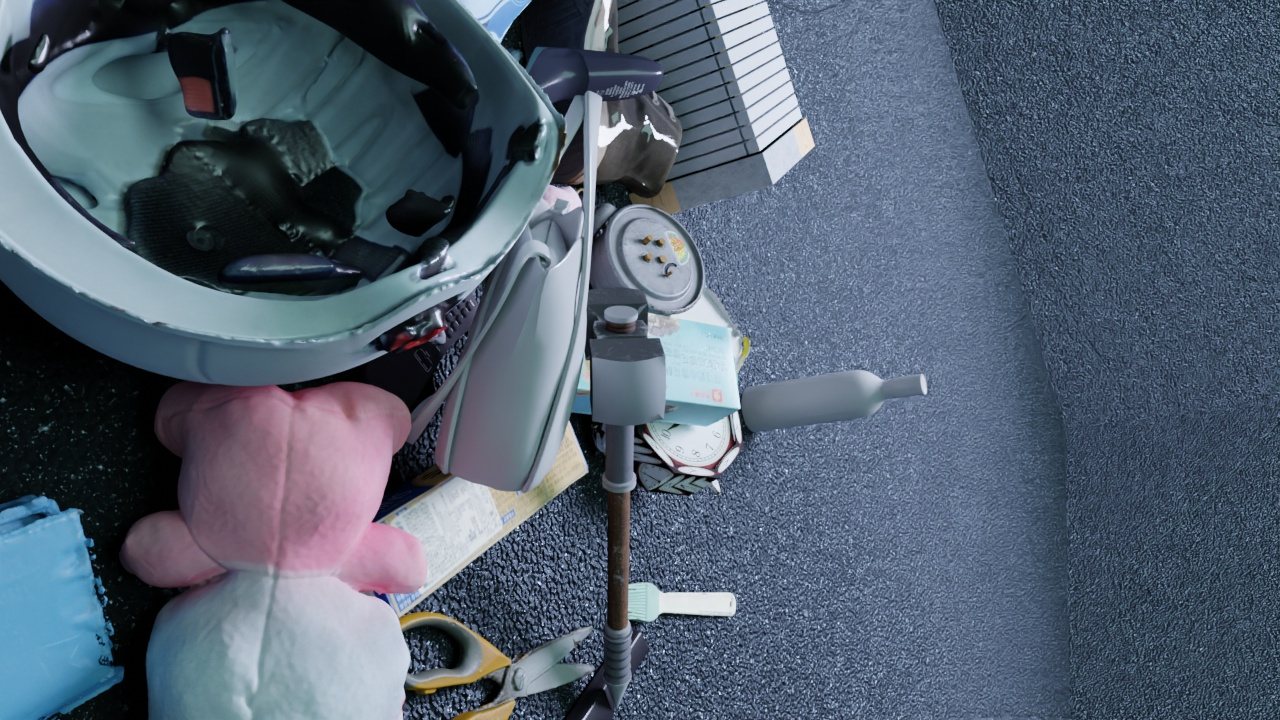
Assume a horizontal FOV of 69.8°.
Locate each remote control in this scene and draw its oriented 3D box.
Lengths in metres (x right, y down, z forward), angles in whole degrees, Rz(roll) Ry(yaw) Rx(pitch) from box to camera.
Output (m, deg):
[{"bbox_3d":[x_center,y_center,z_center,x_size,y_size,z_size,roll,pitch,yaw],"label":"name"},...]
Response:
[{"bbox_3d":[-0.028,0.262,0.716,0.136,0.015,0.032,-44,118,-54],"label":"remote control"},{"bbox_3d":[-0.145,-0.015,0.616,0.046,0.009,0.124,59,37,-29],"label":"remote control"}]

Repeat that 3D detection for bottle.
[{"bbox_3d":[0.208,0.040,0.990,0.052,0.196,0.052,24,61,-53],"label":"bottle"}]

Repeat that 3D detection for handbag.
[{"bbox_3d":[-0.068,-0.053,0.550,0.215,0.095,0.223,-103,-150,-72],"label":"handbag"}]

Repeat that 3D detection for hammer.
[{"bbox_3d":[-0.016,0.118,0.646,0.156,0.043,0.323,-104,-166,-67],"label":"hammer"}]

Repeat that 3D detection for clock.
[{"bbox_3d":[-0.005,-0.092,0.797,0.148,0.056,0.103,45,49,-10],"label":"clock"},{"bbox_3d":[0.010,0.052,0.795,0.154,0.065,0.114,30,51,-15],"label":"clock"}]

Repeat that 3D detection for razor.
[{"bbox_3d":[-0.048,-0.212,0.692,0.142,0.047,0.052,-8,66,-24],"label":"razor"}]

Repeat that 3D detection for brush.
[{"bbox_3d":[0.039,0.223,0.842,0.217,0.012,0.033,24,61,-55],"label":"brush"}]

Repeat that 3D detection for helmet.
[{"bbox_3d":[-0.182,-0.089,0.428,0.236,0.164,0.263,42,47,-7],"label":"helmet"}]

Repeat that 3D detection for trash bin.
[{"bbox_3d":[0.045,-0.284,0.878,0.142,0.143,0.247,-46,120,-53],"label":"trash bin"}]

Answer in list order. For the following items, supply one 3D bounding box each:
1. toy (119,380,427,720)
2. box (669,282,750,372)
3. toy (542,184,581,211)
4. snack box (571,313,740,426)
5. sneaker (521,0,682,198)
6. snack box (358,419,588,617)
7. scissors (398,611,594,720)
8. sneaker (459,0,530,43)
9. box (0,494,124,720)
[{"bbox_3d":[-0.172,0.114,0.435,0.142,0.084,0.213,4,78,-18],"label":"toy"},{"bbox_3d":[0.045,-0.026,0.905,0.209,0.039,0.129,48,51,-39],"label":"box"},{"bbox_3d":[-0.080,-0.095,0.706,0.093,0.050,0.102,24,67,-53],"label":"toy"},{"bbox_3d":[-0.004,0.004,0.731,0.174,0.053,0.075,8,66,-30],"label":"snack box"},{"bbox_3d":[-0.029,-0.258,0.791,0.119,0.095,0.234,4,77,-52],"label":"sneaker"},{"bbox_3d":[-0.115,0.093,0.590,0.206,0.057,0.056,-31,104,-57],"label":"snack box"},{"bbox_3d":[-0.098,0.208,0.619,0.225,0.016,0.162,-22,100,-59],"label":"scissors"},{"bbox_3d":[-0.129,-0.264,0.685,0.240,0.083,0.098,-73,-175,-54],"label":"sneaker"},{"bbox_3d":[-0.292,0.127,0.300,0.230,0.049,0.093,-28,105,-57],"label":"box"}]
